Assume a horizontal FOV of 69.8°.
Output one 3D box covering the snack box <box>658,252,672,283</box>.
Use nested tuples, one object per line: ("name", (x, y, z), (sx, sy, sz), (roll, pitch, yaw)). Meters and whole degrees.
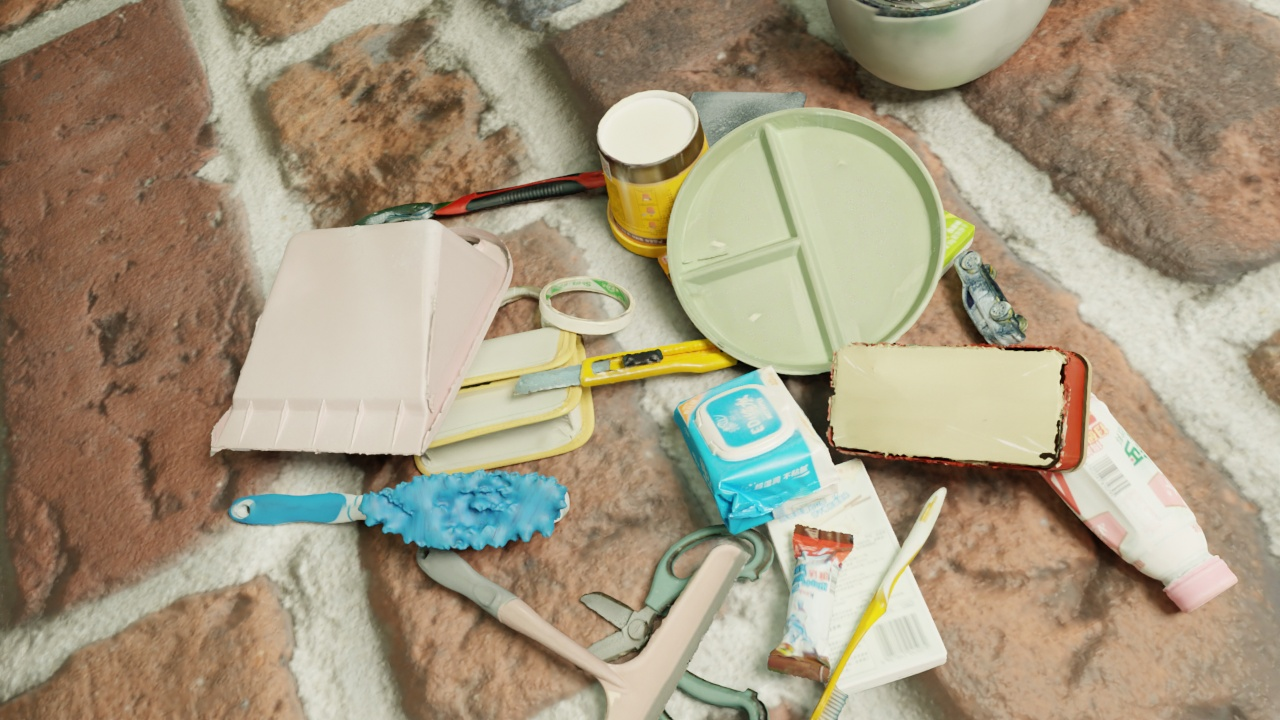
("snack box", (0.098, -0.102, 0.819), (0.154, 0.026, 0.075), (-32, 60, 7))

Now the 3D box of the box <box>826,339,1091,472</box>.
("box", (0.218, 0.029, 0.650), (0.169, 0.075, 0.091), (2, 85, 40))

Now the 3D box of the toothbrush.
("toothbrush", (0.168, 0.166, 0.628), (0.018, 0.016, 0.191), (31, 70, 16))

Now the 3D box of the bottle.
("bottle", (0.328, 0.082, 0.646), (0.068, 0.068, 0.197), (-29, 60, -6))

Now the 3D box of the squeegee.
("squeegee", (-0.088, 0.192, 0.683), (0.250, 0.040, 0.247), (24, 75, 30))

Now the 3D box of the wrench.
("wrench", (-0.158, -0.163, 0.935), (0.273, 0.016, 0.056), (-10, 30, 4))

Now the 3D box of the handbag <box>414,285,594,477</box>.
("handbag", (-0.131, 0.004, 0.810), (0.163, 0.063, 0.178), (-12, 53, 4))

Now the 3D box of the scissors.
("scissors", (0.038, 0.207, 0.660), (0.170, 0.019, 0.181), (-30, 58, 2))

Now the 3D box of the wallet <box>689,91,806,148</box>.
("wallet", (0.099, -0.235, 0.927), (0.121, 0.019, 0.097), (8, 59, 19))

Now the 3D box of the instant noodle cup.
("instant noodle cup", (0.017, -0.175, 0.850), (0.118, 0.114, 0.118), (-7, 58, 10))

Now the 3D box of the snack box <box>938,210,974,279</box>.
("snack box", (0.207, -0.121, 0.823), (0.085, 0.026, 0.156), (-44, 59, -15))

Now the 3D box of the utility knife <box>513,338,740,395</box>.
("utility knife", (-0.005, 0.004, 0.761), (0.208, 0.015, 0.033), (-10, 53, -17))

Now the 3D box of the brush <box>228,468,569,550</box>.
("brush", (-0.208, 0.120, 0.744), (0.314, 0.109, 0.060), (-2, 84, 4))

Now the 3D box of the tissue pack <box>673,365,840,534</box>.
("tissue pack", (0.083, 0.063, 0.695), (0.090, 0.063, 0.140), (-22, 31, -2))

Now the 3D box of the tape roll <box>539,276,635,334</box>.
("tape roll", (-0.048, -0.050, 0.822), (0.086, 0.014, 0.085), (6, 32, -4))

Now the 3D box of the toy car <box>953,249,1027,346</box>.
("toy car", (0.284, -0.051, 0.753), (0.034, 0.043, 0.090), (-37, 56, 30))

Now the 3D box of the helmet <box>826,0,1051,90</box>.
("helmet", (0.287, -0.357, 0.875), (0.230, 0.157, 0.273), (8, 50, 20))

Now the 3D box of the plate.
("plate", (0.136, -0.100, 0.772), (0.230, 0.027, 0.230), (-2, 81, 12))

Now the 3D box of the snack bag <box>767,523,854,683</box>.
("snack bag", (0.118, 0.166, 0.634), (0.048, 0.026, 0.104), (3, 59, 32))

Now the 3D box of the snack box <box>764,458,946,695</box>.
("snack box", (0.149, 0.154, 0.665), (0.085, 0.027, 0.156), (-19, 56, 2))

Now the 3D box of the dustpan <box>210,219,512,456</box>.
("dustpan", (-0.225, -0.024, 0.832), (0.223, 0.139, 0.273), (2, 73, 23))
